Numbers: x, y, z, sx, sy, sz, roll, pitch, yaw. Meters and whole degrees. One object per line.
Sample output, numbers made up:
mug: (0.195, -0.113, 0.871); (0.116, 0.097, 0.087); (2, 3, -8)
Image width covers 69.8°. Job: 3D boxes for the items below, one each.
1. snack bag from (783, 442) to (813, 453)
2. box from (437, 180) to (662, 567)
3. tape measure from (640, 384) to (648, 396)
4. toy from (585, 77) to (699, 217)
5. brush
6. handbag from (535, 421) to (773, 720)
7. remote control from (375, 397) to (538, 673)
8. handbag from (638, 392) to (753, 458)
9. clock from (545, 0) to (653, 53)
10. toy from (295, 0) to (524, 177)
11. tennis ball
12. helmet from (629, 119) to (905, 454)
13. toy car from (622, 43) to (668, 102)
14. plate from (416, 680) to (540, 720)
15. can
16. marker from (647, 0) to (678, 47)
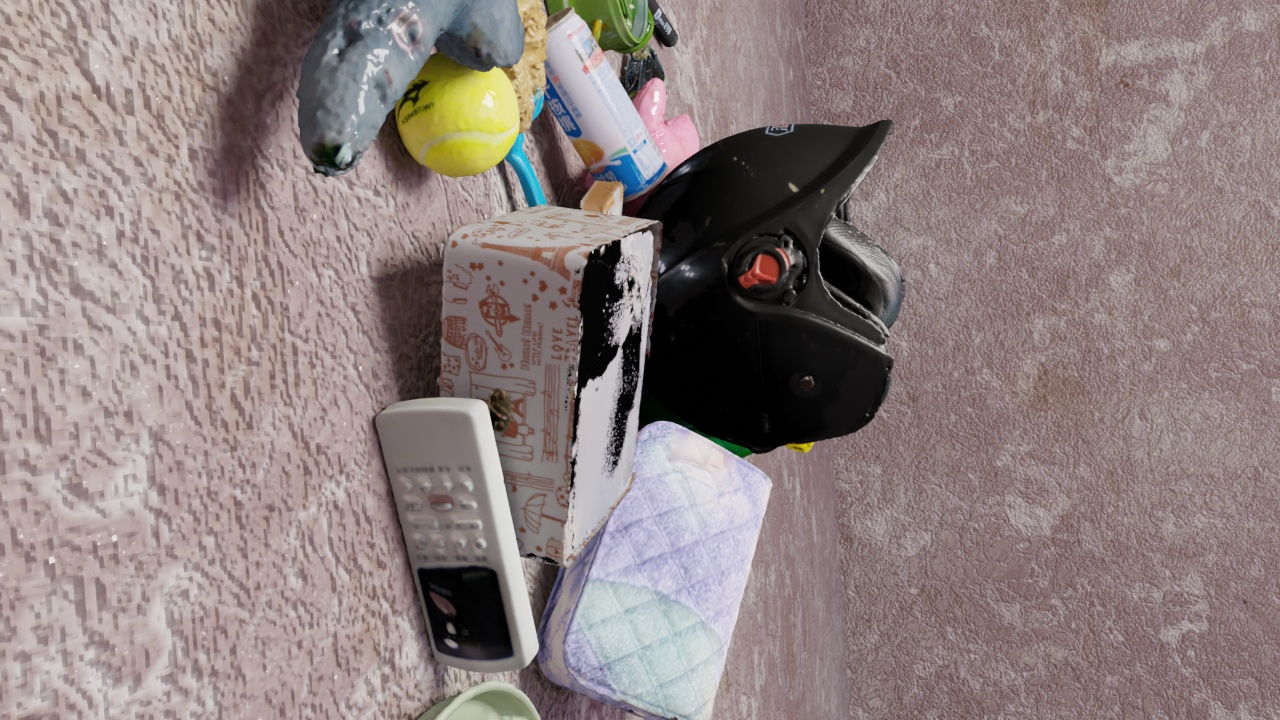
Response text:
snack bag: (0.106, -0.019, 0.983); (0.068, 0.158, 0.246); (15, 71, -54)
box: (-0.034, -0.011, 0.575); (0.261, 0.088, 0.178); (-43, 141, -67)
tape measure: (-0.005, 0.005, 0.827); (0.058, 0.025, 0.054); (-71, 154, -42)
toy: (0.013, -0.151, 0.819); (0.178, 0.075, 0.195); (-61, 152, -28)
brush: (-0.073, -0.122, 0.610); (0.083, 0.046, 0.255); (-70, 156, -54)
handbag: (0.014, 0.148, 0.649); (0.134, 0.076, 0.193); (29, 66, -19)
remote control: (-0.093, 0.092, 0.468); (0.021, 0.058, 0.150); (-45, 128, -64)
handbag: (0.063, 0.063, 0.877); (0.131, 0.120, 0.068); (46, 37, -62)
clock: (-0.030, -0.311, 0.759); (0.160, 0.056, 0.116); (-55, 139, -64)
toy: (-0.100, -0.222, 0.449); (0.355, 0.091, 0.138); (-78, 154, -45)
tennis ball: (-0.097, -0.131, 0.487); (0.065, 0.065, 0.065); (-3, 89, -73)
helmet: (0.096, -0.065, 0.716); (0.232, 0.230, 0.275); (-52, 157, -65)
toy car: (0.001, -0.258, 0.883); (0.049, 0.031, 0.105); (48, 41, -47)
plate: (-0.095, 0.286, 0.473); (0.230, 0.027, 0.230); (-4, 90, -73)
can: (-0.035, -0.183, 0.667); (0.134, 0.053, 0.053); (56, 30, -27)
marker: (0.013, -0.370, 0.974); (0.022, 0.020, 0.132); (60, 12, 16)
